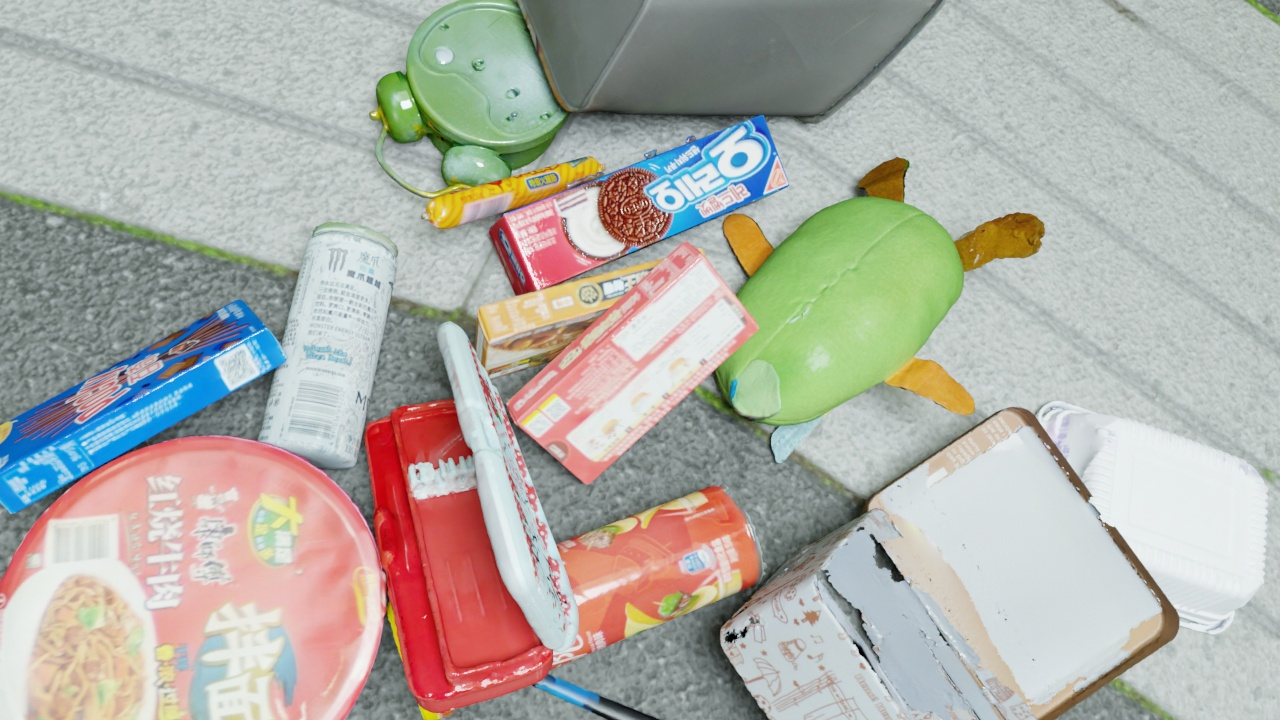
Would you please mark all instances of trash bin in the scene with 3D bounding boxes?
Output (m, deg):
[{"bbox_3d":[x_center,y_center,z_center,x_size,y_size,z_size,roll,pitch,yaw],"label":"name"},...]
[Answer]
[{"bbox_3d":[0.046,-0.270,0.607,0.219,0.200,0.198,-14,77,-29],"label":"trash bin"}]

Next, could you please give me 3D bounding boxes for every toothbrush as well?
[{"bbox_3d":[0.015,0.228,0.563,0.189,0.016,0.014,25,61,-3],"label":"toothbrush"}]

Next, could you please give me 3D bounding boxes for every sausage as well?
[{"bbox_3d":[-0.080,-0.115,0.620,0.164,0.022,0.021,-27,79,-43],"label":"sausage"}]

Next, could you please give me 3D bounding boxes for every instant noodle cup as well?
[{"bbox_3d":[-0.239,0.141,0.507,0.193,0.066,0.193,4,71,-12],"label":"instant noodle cup"},{"bbox_3d":[0.367,0.108,0.655,0.173,0.060,0.137,18,70,-5],"label":"instant noodle cup"}]

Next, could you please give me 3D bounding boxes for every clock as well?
[{"bbox_3d":[-0.115,-0.178,0.640,0.116,0.056,0.161,41,69,3],"label":"clock"}]

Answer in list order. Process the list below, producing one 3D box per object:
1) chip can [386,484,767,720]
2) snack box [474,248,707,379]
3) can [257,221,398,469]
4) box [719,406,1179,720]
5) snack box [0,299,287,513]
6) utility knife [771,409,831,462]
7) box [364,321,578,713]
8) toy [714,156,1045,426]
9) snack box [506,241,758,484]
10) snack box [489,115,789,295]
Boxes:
[{"bbox_3d":[-0.036,0.141,0.549,0.216,0.073,0.073,-17,77,-18],"label":"chip can"},{"bbox_3d":[-0.032,-0.030,0.601,0.153,0.075,0.026,-17,75,-17],"label":"snack box"},{"bbox_3d":[-0.191,-0.009,0.568,0.058,0.058,0.146,10,70,-9],"label":"can"},{"bbox_3d":[0.191,0.165,0.566,0.271,0.131,0.179,-30,81,-29],"label":"box"},{"bbox_3d":[-0.288,0.020,0.527,0.157,0.084,0.026,-33,120,-20],"label":"snack box"},{"bbox_3d":[0.155,0.003,0.668,0.031,0.020,0.195,42,74,10],"label":"utility knife"},{"bbox_3d":[-0.099,0.071,0.497,0.095,0.102,0.201,-12,43,-15],"label":"box"},{"bbox_3d":[0.144,-0.044,0.636,0.246,0.090,0.227,-40,58,-13],"label":"toy"},{"bbox_3d":[-0.003,0.003,0.575,0.153,0.025,0.075,-42,128,2],"label":"snack box"},{"bbox_3d":[0.002,-0.109,0.638,0.207,0.057,0.058,-25,96,-18],"label":"snack box"}]
